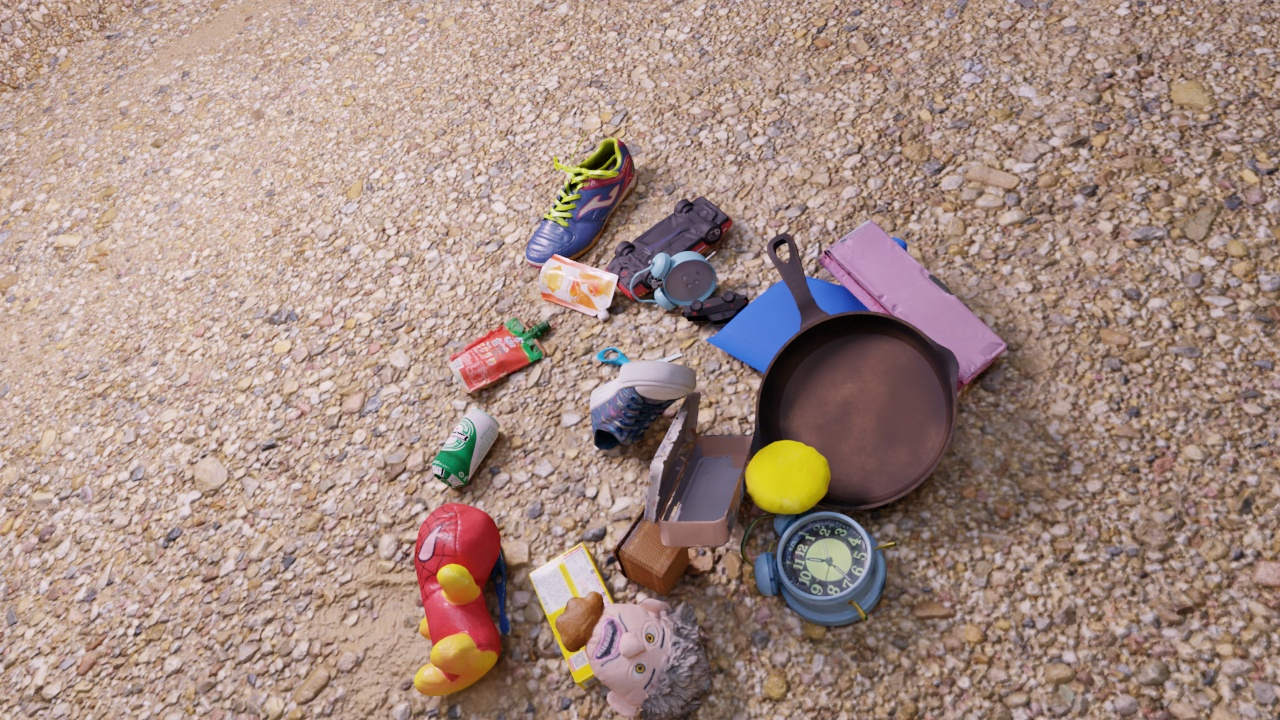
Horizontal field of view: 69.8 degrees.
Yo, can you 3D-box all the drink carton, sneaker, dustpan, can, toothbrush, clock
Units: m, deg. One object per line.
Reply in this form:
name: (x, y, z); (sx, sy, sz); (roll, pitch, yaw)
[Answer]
drink carton: (-0.088, -0.105, 1.325); (0.122, 0.038, 0.069); (21, 98, 31)
sneaker: (-0.102, -0.246, 1.402); (0.116, 0.091, 0.241); (26, 67, 29)
dustpan: (0.256, -0.063, 1.170); (0.246, 0.059, 0.257); (31, 80, 34)
sneaker: (-0.001, 0.058, 1.095); (0.087, 0.236, 0.079); (11, 72, -19)
can: (-0.230, 0.116, 1.207); (0.053, 0.053, 0.101); (17, 63, 28)
toothbrush: (-0.169, 0.270, 1.101); (0.021, 0.016, 0.132); (-20, 49, 3)
clock: (0.047, -0.108, 1.256); (0.123, 0.087, 0.042); (-13, 38, -4)
clock: (0.186, 0.216, 0.991); (0.162, 0.060, 0.117); (11, 61, 30)

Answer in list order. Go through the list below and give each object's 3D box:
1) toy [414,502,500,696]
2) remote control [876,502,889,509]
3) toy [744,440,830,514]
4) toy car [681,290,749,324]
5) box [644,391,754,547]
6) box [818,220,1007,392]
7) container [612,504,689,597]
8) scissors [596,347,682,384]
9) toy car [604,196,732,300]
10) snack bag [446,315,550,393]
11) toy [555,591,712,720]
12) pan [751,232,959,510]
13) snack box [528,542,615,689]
toy: (-0.212, 0.265, 1.057); (0.148, 0.098, 0.216); (-46, 40, 41)
remote control: (0.283, 0.114, 1.061); (0.039, 0.010, 0.124); (10, 59, 25)
toy: (0.161, 0.127, 1.006); (0.094, 0.041, 0.095); (-17, 45, 4)
toy car: (0.102, -0.066, 1.236); (0.092, 0.042, 0.036); (-15, 77, 9)
box: (0.073, 0.123, 1.020); (0.108, 0.095, 0.215); (21, 24, 7)
box: (0.326, -0.070, 1.102); (0.097, 0.046, 0.233); (-29, 68, -30)
container: (0.015, 0.216, 1.021); (0.061, 0.114, 0.063); (30, 69, 19)
scissors: (-0.005, 0.022, 1.228); (0.134, 0.015, 0.103); (8, 55, 19)
toy car: (0.040, -0.163, 1.315); (0.189, 0.056, 0.081); (-38, 54, -7)
snack bag: (-0.196, -0.015, 1.304); (0.155, 0.044, 0.087); (-32, 57, -11)
toy: (-0.005, 0.299, 0.956); (0.176, 0.076, 0.132); (24, 65, -2)
pan: (0.227, 0.003, 1.070); (0.249, 0.043, 0.355); (-28, 63, 19)
snack box: (-0.065, 0.288, 1.045); (0.075, 0.025, 0.152); (-30, 51, -4)
